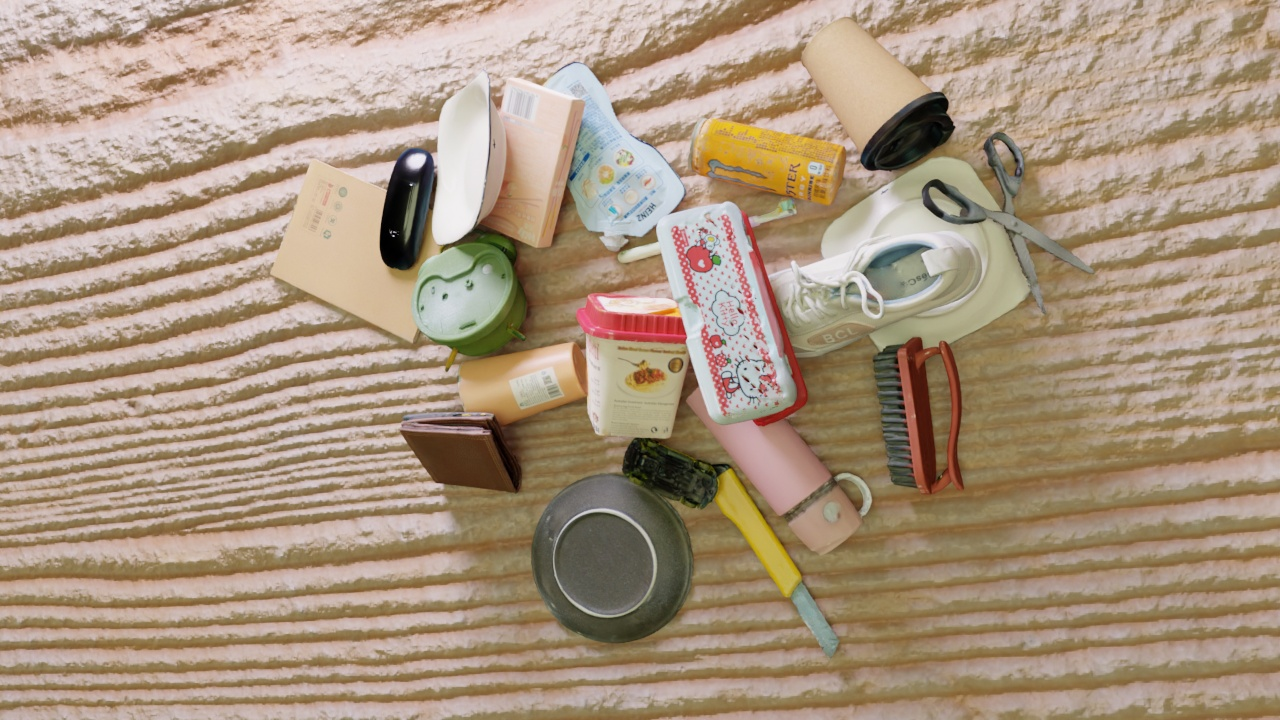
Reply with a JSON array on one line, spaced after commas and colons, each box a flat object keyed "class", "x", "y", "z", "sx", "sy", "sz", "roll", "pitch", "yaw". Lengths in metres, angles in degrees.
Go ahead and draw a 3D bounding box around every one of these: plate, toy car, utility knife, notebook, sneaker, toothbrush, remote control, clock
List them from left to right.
[{"class": "notebook", "x": -0.318, "y": -0.127, "z": 1.049, "sx": 0.208, "sy": 0.008, "sz": 0.148, "roll": 24, "pitch": 97, "yaw": 15}, {"class": "remote control", "x": -0.261, "y": -0.169, "z": 1.015, "sx": 0.053, "sy": 0.024, "sz": 0.136, "roll": 12, "pitch": 93, "yaw": 16}, {"class": "clock", "x": -0.179, "y": -0.074, "z": 0.966, "sx": 0.116, "sy": 0.056, "sz": 0.161, "roll": -21, "pitch": 60, "yaw": 9}, {"class": "plate", "x": -0.176, "y": -0.204, "z": 0.956, "sx": 0.165, "sy": 0.034, "sz": 0.163, "roll": -3, "pitch": 84, "yaw": 60}, {"class": "plate", "x": -0.035, "y": 0.210, "z": 0.959, "sx": 0.180, "sy": 0.024, "sz": 0.179, "roll": 0, "pitch": 91, "yaw": 17}, {"class": "toy car", "x": 0.032, "y": 0.114, "z": 0.932, "sx": 0.105, "sy": 0.032, "sz": 0.048, "roll": 21, "pitch": 96, "yaw": 22}, {"class": "toothbrush", "x": 0.064, "y": -0.130, "z": 0.932, "sx": 0.190, "sy": 0.029, "sz": 0.020, "roll": -15, "pitch": 126, "yaw": 17}, {"class": "utility knife", "x": 0.130, "y": 0.196, "z": 0.914, "sx": 0.033, "sy": 0.015, "sz": 0.223, "roll": -36, "pitch": 78, "yaw": 13}, {"class": "sneaker", "x": 0.179, "y": -0.056, "z": 0.833, "sx": 0.243, "sy": 0.090, "sz": 0.089, "roll": -17, "pitch": 85, "yaw": 35}, {"class": "plate", "x": 0.268, "y": -0.095, "z": 0.864, "sx": 0.164, "sy": 0.034, "sz": 0.164, "roll": -33, "pitch": 82, "yaw": 14}]

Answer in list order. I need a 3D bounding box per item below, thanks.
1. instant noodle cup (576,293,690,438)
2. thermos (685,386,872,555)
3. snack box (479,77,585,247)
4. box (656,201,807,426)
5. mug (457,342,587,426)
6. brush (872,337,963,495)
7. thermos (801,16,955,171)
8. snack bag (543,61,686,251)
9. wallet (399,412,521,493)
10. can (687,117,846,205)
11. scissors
[{"class": "instant noodle cup", "x": -0.005, "y": 0.005, "z": 0.901, "sx": 0.116, "sy": 0.116, "sz": 0.124, "roll": 3, "pitch": 105, "yaw": -11}, {"class": "thermos", "x": 0.138, "y": 0.089, "z": 0.891, "sx": 0.087, "sy": 0.067, "sz": 0.198, "roll": -37, "pitch": 78, "yaw": -17}, {"class": "snack box", "x": -0.115, "y": -0.205, "z": 0.955, "sx": 0.084, "sy": 0.026, "sz": 0.157, "roll": 26, "pitch": 113, "yaw": 24}, {"class": "box", "x": 0.073, "y": -0.039, "z": 0.831, "sx": 0.100, "sy": 0.096, "sz": 0.201, "roll": -9, "pitch": 74, "yaw": -26}, {"class": "mug", "x": -0.119, "y": 0.023, "z": 0.959, "sx": 0.123, "sy": 0.078, "sz": 0.078, "roll": -15, "pitch": 86, "yaw": 12}, {"class": "brush", "x": 0.260, "y": 0.054, "z": 0.844, "sx": 0.069, "sy": 0.063, "sz": 0.146, "roll": -4, "pitch": 101, "yaw": 31}, {"class": "thermos", "x": 0.216, "y": -0.247, "z": 0.855, "sx": 0.093, "sy": 0.093, "sz": 0.143, "roll": -37, "pitch": 72, "yaw": 13}, {"class": "snack bag", "x": -0.045, "y": -0.209, "z": 0.953, "sx": 0.110, "sy": 0.038, "sz": 0.191, "roll": -40, "pitch": 80, "yaw": 13}, {"class": "wallet", "x": -0.187, "y": 0.098, "z": 0.963, "sx": 0.101, "sy": 0.125, "sz": 0.032, "roll": 2, "pitch": 53, "yaw": 12}, {"class": "can", "x": 0.123, "y": -0.195, "z": 0.893, "sx": 0.146, "sy": 0.058, "sz": 0.058, "roll": 17, "pitch": 95, "yaw": 16}, {"class": "scissors", "x": 0.337, "y": -0.129, "z": 0.835, "sx": 0.181, "sy": 0.014, "sz": 0.159, "roll": 18, "pitch": 76, "yaw": -6}]
